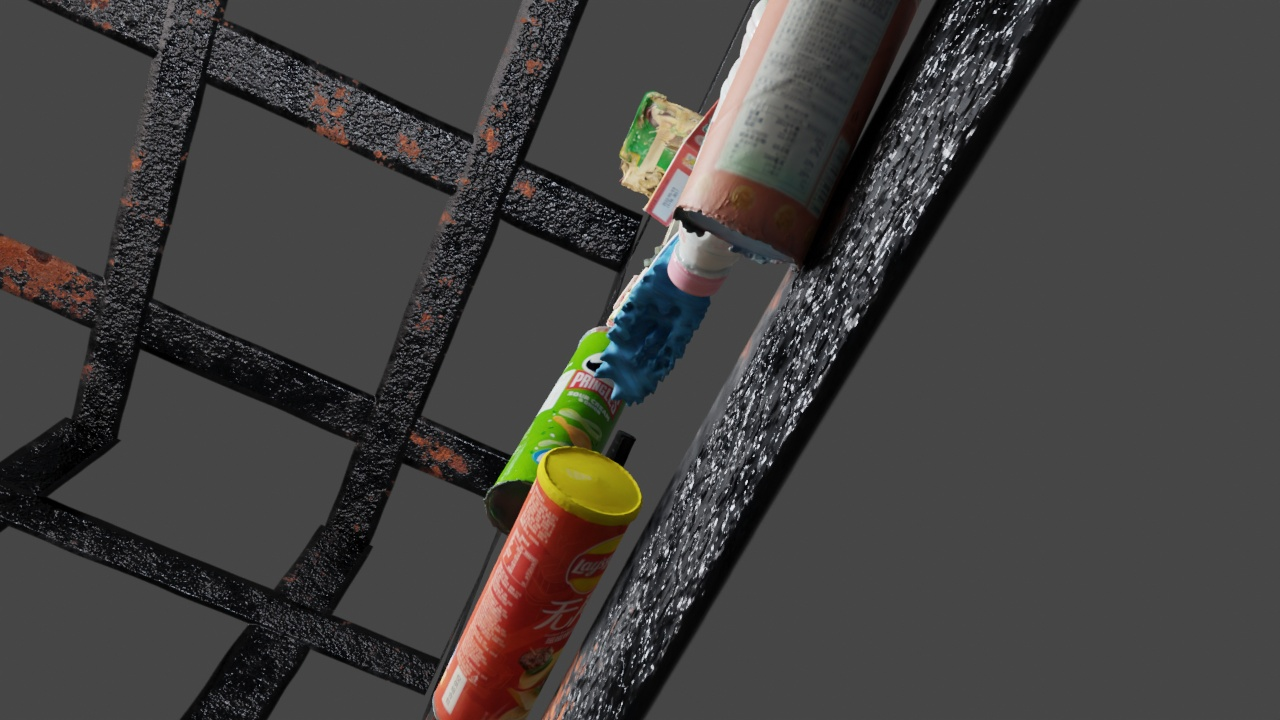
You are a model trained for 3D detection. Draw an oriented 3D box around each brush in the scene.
[{"bbox_3d":[0.056,-0.107,0.688,0.315,0.060,0.109,-59,5,32],"label":"brush"}]

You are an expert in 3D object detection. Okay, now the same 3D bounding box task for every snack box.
[{"bbox_3d":[0.059,-0.179,0.739,0.155,0.027,0.077,-56,2,-41],"label":"snack box"},{"bbox_3d":[0.046,-0.246,1.110,0.117,0.118,0.105,-65,-5,12],"label":"snack box"}]

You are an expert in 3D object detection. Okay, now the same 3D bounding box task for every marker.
[{"bbox_3d":[-0.038,0.120,0.752,0.132,0.020,0.022,-64,15,5],"label":"marker"}]

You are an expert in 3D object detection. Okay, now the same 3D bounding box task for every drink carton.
[{"bbox_3d":[0.000,-0.057,0.951,0.053,0.045,0.123,-58,4,-11],"label":"drink carton"}]

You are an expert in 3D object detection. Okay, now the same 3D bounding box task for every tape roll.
[{"bbox_3d":[0.039,-0.146,1.021,0.086,0.014,0.086,-164,96,-88],"label":"tape roll"}]

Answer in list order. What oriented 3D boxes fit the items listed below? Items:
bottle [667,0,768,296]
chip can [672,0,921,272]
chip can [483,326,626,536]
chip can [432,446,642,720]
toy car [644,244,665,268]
[{"bbox_3d":[0.067,-0.123,0.569,0.068,0.068,0.197,-71,4,-46],"label":"bottle"},{"bbox_3d":[0.089,-0.153,0.441,0.071,0.071,0.214,-149,83,-85],"label":"chip can"},{"bbox_3d":[-0.061,0.060,0.824,0.072,0.072,0.235,-61,1,38],"label":"chip can"},{"bbox_3d":[-0.074,0.164,0.621,0.073,0.073,0.217,-79,15,-68],"label":"chip can"},{"bbox_3d":[0.025,-0.071,0.831,0.121,0.037,0.054,141,128,-85],"label":"toy car"}]
